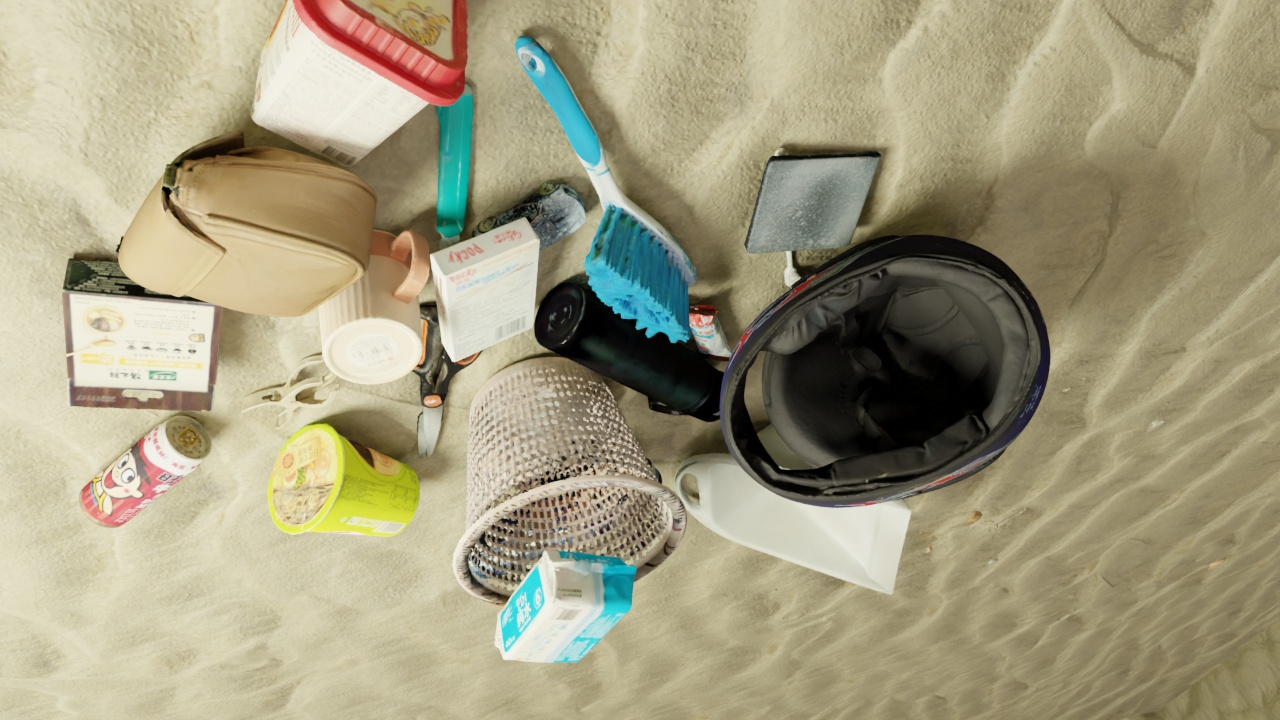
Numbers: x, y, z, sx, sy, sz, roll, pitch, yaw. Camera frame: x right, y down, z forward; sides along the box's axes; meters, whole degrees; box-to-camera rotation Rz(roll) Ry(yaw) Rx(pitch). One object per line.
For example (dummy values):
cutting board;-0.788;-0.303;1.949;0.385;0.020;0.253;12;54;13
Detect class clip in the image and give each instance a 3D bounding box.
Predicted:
clip;-0.328;0.033;0.874;0.101;0.034;0.074;-28;141;18

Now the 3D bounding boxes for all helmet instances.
helmet;0.231;0.016;0.904;0.315;0.247;0.240;-26;174;5

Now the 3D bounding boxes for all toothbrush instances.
toothbrush;0.141;-0.130;0.877;0.016;0.016;0.180;-27;141;-8

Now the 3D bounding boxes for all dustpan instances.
dustpan;0.175;0.194;1.131;0.142;0.258;0.223;-34;144;-18

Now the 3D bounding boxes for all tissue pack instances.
tissue pack;-0.074;0.234;0.876;0.090;0.063;0.140;13;130;-31

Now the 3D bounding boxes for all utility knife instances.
utility knife;-0.157;-0.136;0.758;0.029;0.013;0.220;-4;136;-19

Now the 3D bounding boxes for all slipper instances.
slipper;-0.101;0.164;1.070;0.253;0.105;0.095;-26;112;-2

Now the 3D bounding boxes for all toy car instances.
toy car;-0.097;-0.113;0.795;0.106;0.031;0.049;-27;139;12

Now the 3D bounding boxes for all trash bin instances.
trash bin;-0.086;0.113;0.930;0.227;0.192;0.228;-11;140;-9

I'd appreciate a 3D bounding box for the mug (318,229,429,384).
mug;-0.215;-0.053;0.759;0.115;0.105;0.081;-38;137;23

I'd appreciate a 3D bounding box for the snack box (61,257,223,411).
snack box;-0.413;-0.019;0.765;0.113;0.053;0.126;4;136;-26

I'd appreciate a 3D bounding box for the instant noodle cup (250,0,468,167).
instant noodle cup;-0.189;-0.202;0.602;0.116;0.116;0.124;24;136;-39

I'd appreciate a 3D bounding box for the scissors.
scissors;-0.193;0.029;0.929;0.139;0.021;0.235;-15;140;-5

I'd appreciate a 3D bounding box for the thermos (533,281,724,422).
thermos;-0.006;0.005;0.938;0.090;0.068;0.242;-33;139;27

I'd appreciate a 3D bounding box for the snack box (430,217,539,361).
snack box;-0.133;-0.057;0.793;0.084;0.027;0.157;-25;160;-19

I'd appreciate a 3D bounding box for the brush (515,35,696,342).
brush;-0.028;-0.126;0.775;0.061;0.109;0.314;5;159;32

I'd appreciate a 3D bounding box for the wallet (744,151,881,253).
wallet;0.158;-0.147;0.849;0.120;0.019;0.097;-8;131;-23

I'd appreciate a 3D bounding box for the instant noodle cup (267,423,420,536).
instant noodle cup;-0.299;0.133;0.952;0.112;0.111;0.123;-35;146;19

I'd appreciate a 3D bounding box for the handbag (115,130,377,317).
handbag;-0.281;-0.094;0.663;0.147;0.099;0.205;11;163;-37

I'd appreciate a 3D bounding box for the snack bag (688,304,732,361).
snack bag;0.069;-0.030;0.954;0.045;0.026;0.105;5;150;23

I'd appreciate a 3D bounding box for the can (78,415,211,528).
can;-0.478;0.108;0.886;0.133;0.053;0.053;-34;138;18
